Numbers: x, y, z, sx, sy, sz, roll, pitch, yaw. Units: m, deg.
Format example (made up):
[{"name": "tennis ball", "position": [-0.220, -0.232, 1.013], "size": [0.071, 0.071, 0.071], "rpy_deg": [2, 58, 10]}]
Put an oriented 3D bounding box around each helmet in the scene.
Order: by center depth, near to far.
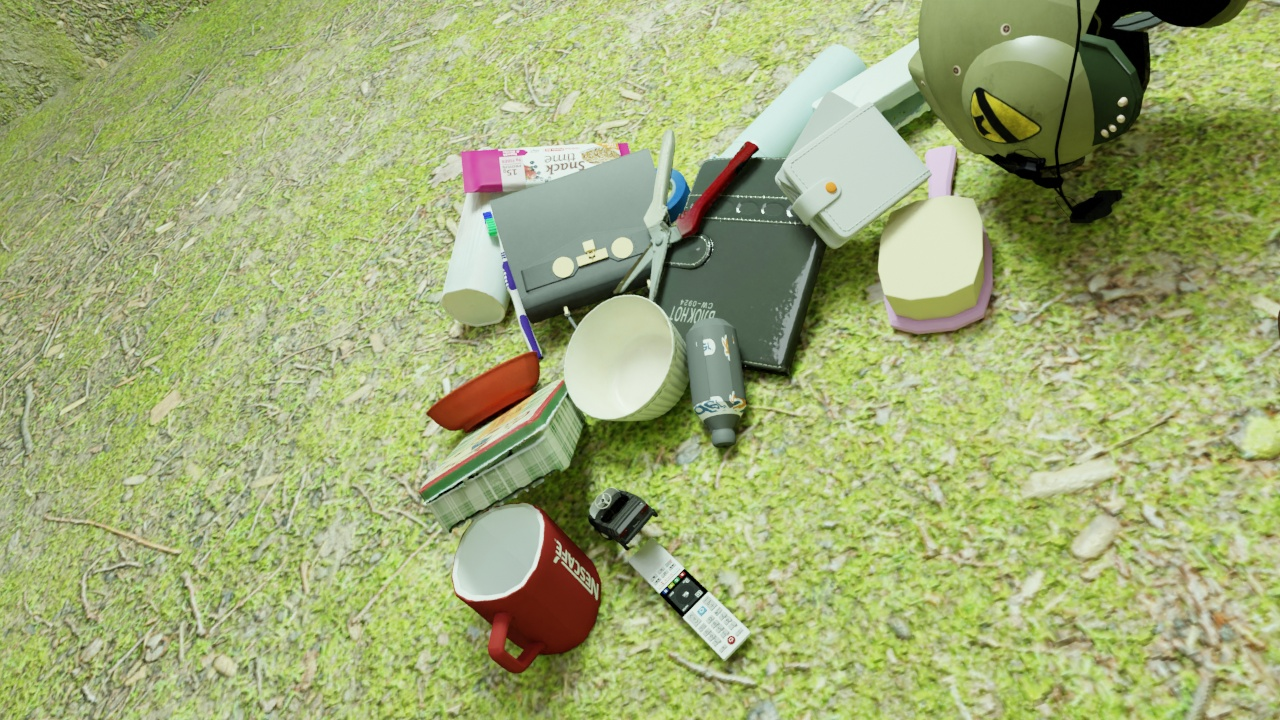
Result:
[{"name": "helmet", "position": [0.333, -0.250, 0.713], "size": [0.250, 0.256, 0.233], "rpy_deg": [-42, 46, -11]}]

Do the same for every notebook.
[{"name": "notebook", "position": [0.093, -0.096, 0.861], "size": [0.170, 0.029, 0.208], "rpy_deg": [10, 74, 36]}]

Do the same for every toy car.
[{"name": "toy car", "position": [-0.018, 0.124, 0.744], "size": [0.040, 0.037, 0.092], "rpy_deg": [-48, 12, -13]}]

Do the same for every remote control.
[{"name": "remote control", "position": [0.036, 0.180, 0.699], "size": [0.028, 0.012, 0.124], "rpy_deg": [-43, 43, -10]}]

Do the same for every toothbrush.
[{"name": "toothbrush", "position": [-0.138, -0.083, 0.985], "size": [0.016, 0.015, 0.186], "rpy_deg": [-15, 70, -13]}]

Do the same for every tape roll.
[{"name": "tape roll", "position": [0.011, -0.181, 1.038], "size": [0.093, 0.016, 0.091], "rpy_deg": [-12, 47, 22]}]

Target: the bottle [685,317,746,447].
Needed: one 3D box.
[{"name": "bottle", "position": [0.066, 0.019, 0.790], "size": [0.047, 0.047, 0.112], "rpy_deg": [-14, 70, 20]}]

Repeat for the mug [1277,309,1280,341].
[{"name": "mug", "position": [0.459, -0.024, 0.553], "size": [0.111, 0.117, 0.081], "rpy_deg": [-14, 46, 25]}]

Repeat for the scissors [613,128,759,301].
[{"name": "scissors", "position": [0.035, -0.154, 0.900], "size": [0.199, 0.015, 0.179], "rpy_deg": [-35, 53, 19]}]

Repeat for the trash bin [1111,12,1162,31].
[{"name": "trash bin", "position": [0.443, -0.470, 0.900], "size": [0.218, 0.218, 0.227], "rpy_deg": [-24, 39, 10]}]

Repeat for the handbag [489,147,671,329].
[{"name": "handbag", "position": [-0.044, -0.095, 0.948], "size": [0.176, 0.072, 0.195], "rpy_deg": [-18, 66, 4]}]

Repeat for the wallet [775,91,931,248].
[{"name": "wallet", "position": [0.175, -0.173, 0.804], "size": [0.118, 0.037, 0.115], "rpy_deg": [-37, 84, -13]}]

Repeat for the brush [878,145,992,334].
[{"name": "brush", "position": [0.262, -0.123, 0.814], "size": [0.089, 0.043, 0.228], "rpy_deg": [-6, 50, 27]}]

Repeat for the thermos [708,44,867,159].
[{"name": "thermos", "position": [0.156, -0.243, 0.971], "size": [0.078, 0.065, 0.206], "rpy_deg": [42, 76, 4]}]

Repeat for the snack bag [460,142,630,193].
[{"name": "snack bag", "position": [-0.105, -0.223, 1.055], "size": [0.196, 0.016, 0.070], "rpy_deg": [-5, 56, -9]}]

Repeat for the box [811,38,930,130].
[{"name": "box", "position": [0.270, -0.286, 0.934], "size": [0.198, 0.067, 0.083], "rpy_deg": [-34, 63, -10]}]

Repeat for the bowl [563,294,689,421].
[{"name": "bowl", "position": [-0.005, 0.005, 0.829], "size": [0.116, 0.062, 0.115], "rpy_deg": [-12, 67, 30]}]

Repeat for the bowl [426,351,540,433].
[{"name": "bowl", "position": [-0.145, 0.036, 0.888], "size": [0.122, 0.122, 0.035], "rpy_deg": [-31, 87, 3]}]

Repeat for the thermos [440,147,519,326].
[{"name": "thermos", "position": [-0.170, -0.146, 1.071], "size": [0.099, 0.099, 0.219], "rpy_deg": [-9, 54, 24]}]

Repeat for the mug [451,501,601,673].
[{"name": "mug", "position": [-0.089, 0.184, 0.709], "size": [0.081, 0.096, 0.116], "rpy_deg": [-11, 47, 23]}]

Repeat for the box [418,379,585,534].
[{"name": "box", "position": [-0.111, 0.074, 0.779], "size": [0.118, 0.050, 0.205], "rpy_deg": [-28, 6, 6]}]
